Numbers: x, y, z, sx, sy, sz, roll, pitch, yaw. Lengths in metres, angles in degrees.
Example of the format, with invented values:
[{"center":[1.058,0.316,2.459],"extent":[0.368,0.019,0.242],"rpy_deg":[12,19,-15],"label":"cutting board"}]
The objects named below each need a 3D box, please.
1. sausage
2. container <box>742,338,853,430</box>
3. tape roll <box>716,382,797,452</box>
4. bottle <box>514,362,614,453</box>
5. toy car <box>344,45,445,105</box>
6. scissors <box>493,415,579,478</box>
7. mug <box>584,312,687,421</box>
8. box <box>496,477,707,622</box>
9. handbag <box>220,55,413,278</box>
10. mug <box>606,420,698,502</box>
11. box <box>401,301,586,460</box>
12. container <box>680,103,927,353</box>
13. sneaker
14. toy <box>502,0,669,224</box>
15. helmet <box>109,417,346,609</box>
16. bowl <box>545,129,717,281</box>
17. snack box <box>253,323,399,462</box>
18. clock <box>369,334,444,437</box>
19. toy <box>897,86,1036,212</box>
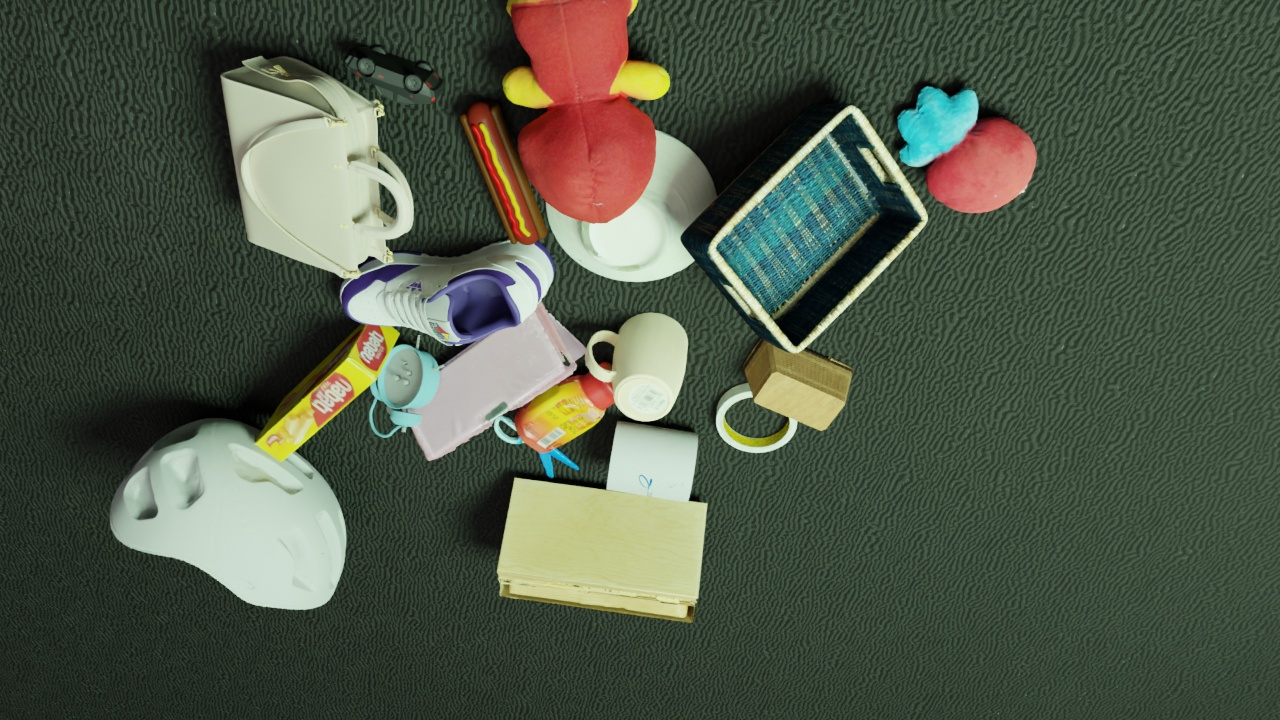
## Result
[{"center":[-0.134,-0.183,0.909],"extent":[0.040,0.040,0.156],"rpy_deg":[-9,125,14],"label":"sausage"},{"center":[0.174,0.027,1.011],"extent":[0.114,0.061,0.063],"rpy_deg":[23,126,-10],"label":"container"},{"center":[0.136,0.067,1.074],"extent":[0.094,0.019,0.094],"rpy_deg":[4,127,5],"label":"tape roll"},{"center":[-0.079,0.053,1.065],"extent":[0.134,0.048,0.071],"rpy_deg":[-32,130,20],"label":"bottle"},{"center":[-0.231,-0.264,0.859],"extent":[0.091,0.042,0.036],"rpy_deg":[18,124,-6],"label":"toy car"},{"center":[-0.132,0.104,1.141],"extent":[0.109,0.018,0.131],"rpy_deg":[-2,125,13],"label":"scissors"},{"center":[-0.006,0.006,0.993],"extent":[0.111,0.104,0.085],"rpy_deg":[19,126,-8],"label":"mug"},{"center":[-0.048,0.256,1.175],"extent":[0.248,0.141,0.180],"rpy_deg":[7,134,3],"label":"box"},{"center":[-0.291,-0.169,0.871],"extent":[0.198,0.101,0.195],"rpy_deg":[25,131,22],"label":"handbag"},{"center":[0.013,0.127,1.106],"extent":[0.096,0.083,0.120],"rpy_deg":[9,155,1],"label":"mug"},{"center":[-0.171,0.023,1.073],"extent":[0.233,0.080,0.099],"rpy_deg":[-34,81,27],"label":"box"},{"center":[0.150,-0.122,0.844],"extent":[0.187,0.071,0.145],"rpy_deg":[-45,115,-5],"label":"container"},{"center":[-0.214,-0.058,0.969],"extent":[0.244,0.110,0.092],"rpy_deg":[-9,125,14],"label":"sneaker"},{"center":[-0.051,-0.226,0.809],"extent":[0.148,0.098,0.216],"rpy_deg":[-2,107,17],"label":"toy"},{"center":[-0.481,0.195,1.130],"extent":[0.184,0.224,0.282],"rpy_deg":[-38,108,5],"label":"helmet"},{"center":[-0.012,-0.140,0.914],"extent":[0.177,0.057,0.177],"rpy_deg":[4,127,5],"label":"bowl"},{"center":[-0.366,0.034,1.070],"extent":[0.201,0.092,0.042],"rpy_deg":[-36,115,29],"label":"snack box"},{"center":[-0.279,0.035,1.061],"extent":[0.123,0.087,0.042],"rpy_deg":[-53,149,15],"label":"clock"},{"center":[0.294,-0.191,0.837],"extent":[0.133,0.062,0.092],"rpy_deg":[42,110,-2],"label":"toy"}]
